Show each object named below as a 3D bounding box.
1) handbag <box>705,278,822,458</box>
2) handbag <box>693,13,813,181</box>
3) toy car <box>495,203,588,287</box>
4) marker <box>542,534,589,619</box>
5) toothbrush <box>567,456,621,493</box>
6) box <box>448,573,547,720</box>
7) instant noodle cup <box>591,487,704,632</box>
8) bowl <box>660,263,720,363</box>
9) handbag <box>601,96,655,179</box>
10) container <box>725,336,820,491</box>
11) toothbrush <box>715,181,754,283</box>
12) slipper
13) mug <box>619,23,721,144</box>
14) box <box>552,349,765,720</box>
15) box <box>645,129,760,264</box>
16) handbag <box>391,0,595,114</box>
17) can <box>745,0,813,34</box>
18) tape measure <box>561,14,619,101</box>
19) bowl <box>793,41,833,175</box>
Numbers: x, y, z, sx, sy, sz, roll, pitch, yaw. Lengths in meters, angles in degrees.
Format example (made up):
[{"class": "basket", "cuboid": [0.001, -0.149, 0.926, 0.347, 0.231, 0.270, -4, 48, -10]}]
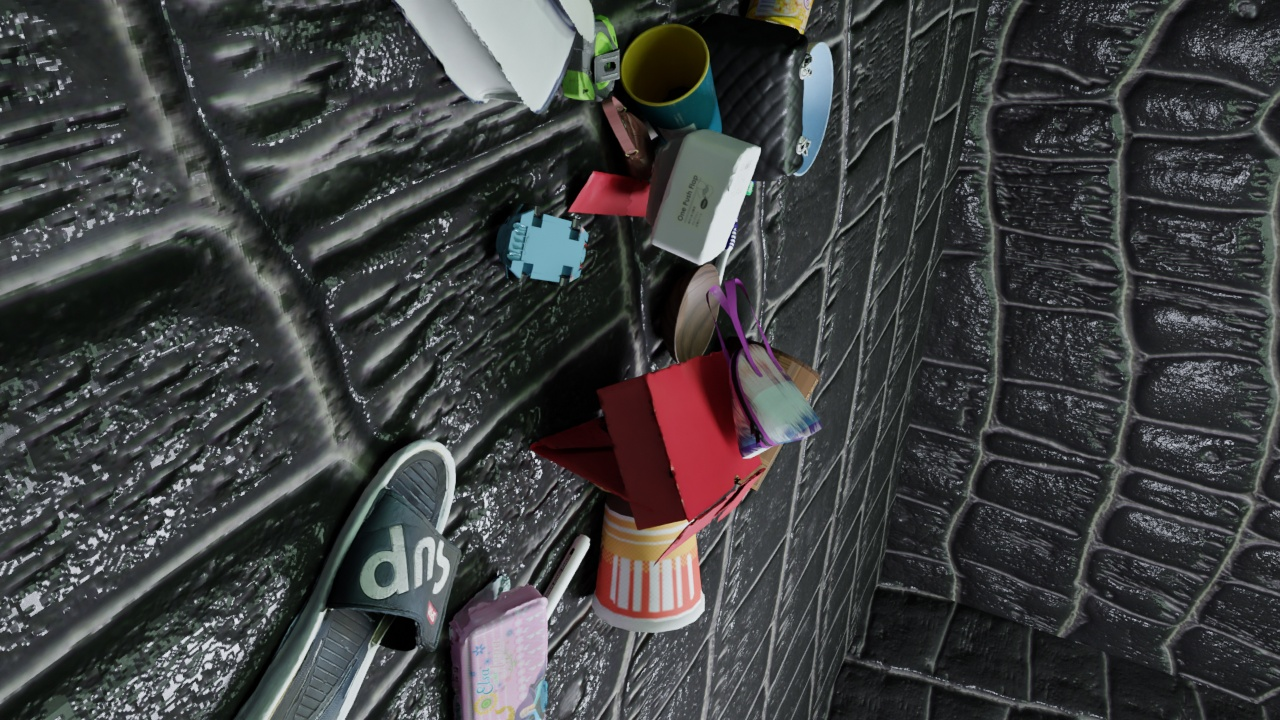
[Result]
[{"class": "handbag", "cuboid": [0.109, 0.003, 0.897, 0.144, 0.068, 0.170, -10, 78, -65]}, {"class": "handbag", "cuboid": [0.117, -0.266, 0.925, 0.114, 0.125, 0.154, -48, 145, -46]}, {"class": "toy car", "cuboid": [-0.080, -0.090, 0.721, 0.107, 0.027, 0.060, -1, 105, -65]}, {"class": "marker", "cuboid": [-0.084, 0.231, 0.916, 0.133, 0.020, 0.017, -59, 148, -32]}, {"class": "toothbrush", "cuboid": [-0.045, 0.117, 0.943, 0.021, 0.017, 0.135, -66, 157, -11]}, {"class": "box", "cuboid": [-0.134, 0.303, 0.835, 0.084, 0.063, 0.231, -16, 123, -34]}, {"class": "instant noodle cup", "cuboid": [0.009, 0.209, 0.999, 0.123, 0.123, 0.121, -26, 120, -59]}, {"class": "bowl", "cuboid": [0.051, -0.052, 1.025, 0.119, 0.032, 0.119, -44, 142, -49]}, {"class": "handbag", "cuboid": [-0.014, -0.191, 0.761, 0.119, 0.029, 0.055, 23, 51, -77]}, {"class": "container", "cuboid": [0.139, 0.073, 1.191, 0.167, 0.132, 0.132, -65, 155, -7]}, {"class": "toothbrush", "cuboid": [0.107, -0.144, 1.113, 0.015, 0.016, 0.186, 28, 78, -66]}, {"class": "slipper", "cuboid": [-0.183, 0.181, 0.623, 0.263, 0.063, 0.111, -61, 153, -22]}, {"class": "mug", "cuboid": [0.035, -0.236, 0.834, 0.121, 0.078, 0.078, 45, 63, -68]}, {"class": "box", "cuboid": [0.014, 0.199, 0.889, 0.212, 0.128, 0.426, -18, 122, -64]}, {"class": "box", "cuboid": [0.039, -0.157, 0.820, 0.108, 0.102, 0.102, -68, 170, 22]}, {"class": "handbag", "cuboid": [-0.074, -0.265, 0.572, 0.175, 0.074, 0.151, -68, 155, -15]}, {"class": "can", "cuboid": [0.157, -0.403, 1.001, 0.067, 0.068, 0.105, 18, 89, -66]}, {"class": "tape measure", "cuboid": [-0.038, -0.235, 0.716, 0.058, 0.036, 0.066, -48, 144, -47]}, {"class": "bowl", "cuboid": [0.166, -0.299, 1.077, 0.150, 0.075, 0.151, -45, 143, -48]}]
